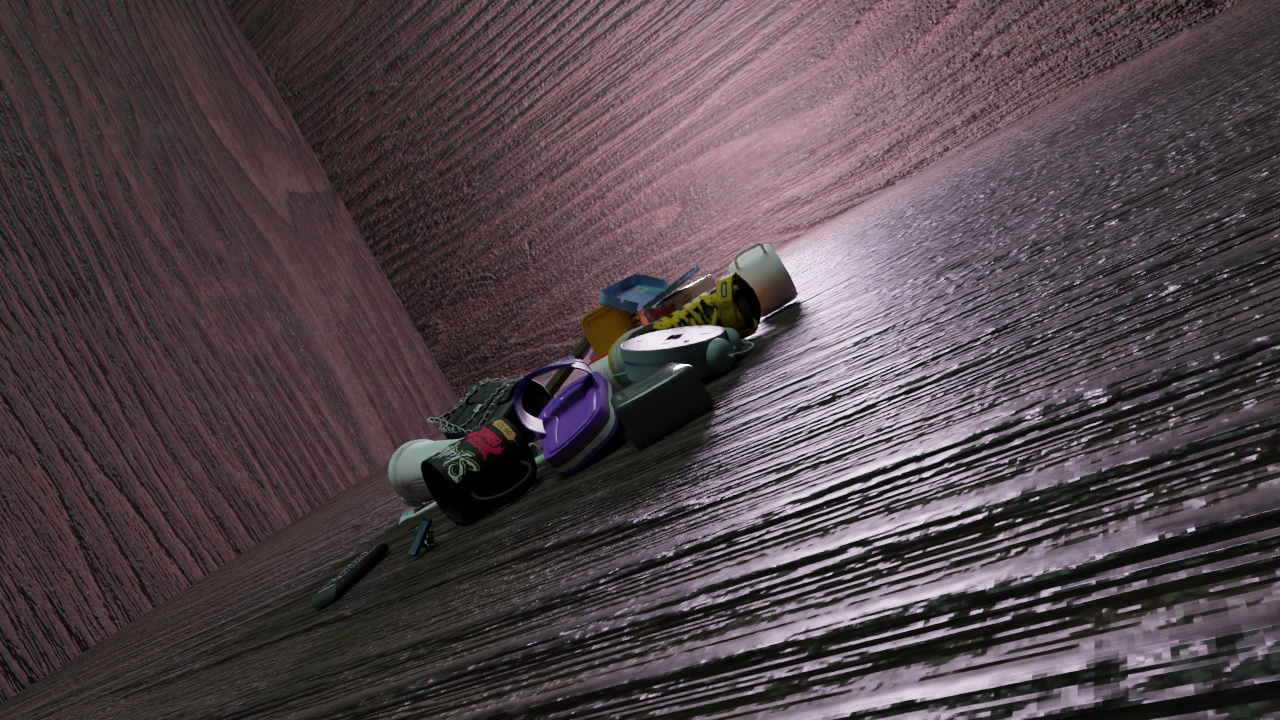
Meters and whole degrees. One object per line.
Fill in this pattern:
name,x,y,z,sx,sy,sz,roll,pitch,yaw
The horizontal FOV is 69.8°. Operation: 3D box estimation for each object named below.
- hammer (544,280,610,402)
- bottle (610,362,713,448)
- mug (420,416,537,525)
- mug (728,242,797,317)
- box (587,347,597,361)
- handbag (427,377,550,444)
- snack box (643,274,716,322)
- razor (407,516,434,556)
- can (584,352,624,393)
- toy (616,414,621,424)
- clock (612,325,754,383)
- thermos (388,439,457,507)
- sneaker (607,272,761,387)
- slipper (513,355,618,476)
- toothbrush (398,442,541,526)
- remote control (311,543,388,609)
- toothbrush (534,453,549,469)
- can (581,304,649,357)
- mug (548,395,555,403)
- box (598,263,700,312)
hammer,-0.127,0.030,1.447,0.316,0.028,0.147,-53,-17,-23
bottle,0.015,0.040,0.930,0.083,0.046,0.174,-30,4,-4
mug,-0.166,0.125,0.999,0.098,0.082,0.118,-32,33,-30
mug,0.173,-0.121,1.326,0.068,0.115,0.094,-30,42,4
box,-0.015,-0.010,1.542,0.071,0.084,0.229,-59,-10,28
handbag,-0.218,0.069,1.330,0.154,0.114,0.124,-7,48,54
snack box,0.075,-0.059,1.348,0.079,0.095,0.093,-32,6,-34
razor,-0.241,0.194,1.015,0.042,0.022,0.144,-68,11,-13
can,-0.008,0.008,1.286,0.132,0.070,0.070,-28,5,20
toy,-0.034,0.060,1.095,0.105,0.033,0.085,-33,7,13
clock,0.052,-0.008,1.062,0.159,0.045,0.122,-5,12,18
thermos,-0.296,0.159,1.324,0.099,0.099,0.221,-32,9,-31
sneaker,0.070,-0.038,1.183,0.122,0.086,0.237,-28,3,44
slipper,-0.094,0.044,1.035,0.107,0.084,0.266,-43,12,1
toothbrush,-0.223,0.164,1.176,0.223,0.027,0.026,-28,33,17
remote control,-0.325,0.240,1.036,0.033,0.015,0.146,-29,5,11
toothbrush,-0.138,0.131,1.082,0.155,0.015,0.022,-29,6,4
can,-0.016,-0.029,1.385,0.073,0.131,0.100,-27,2,25
mug,-0.196,0.093,1.496,0.104,0.084,0.111,-4,40,48
box,0.020,-0.105,1.361,0.125,0.043,0.209,-7,12,16
